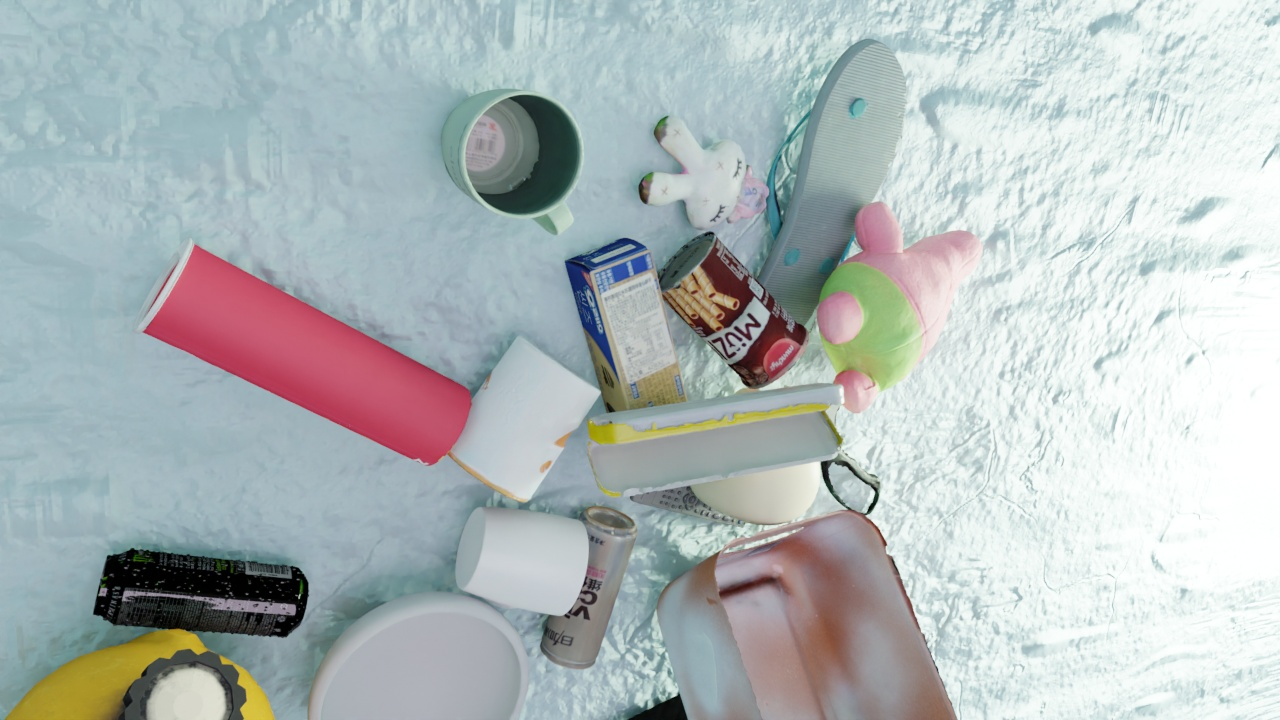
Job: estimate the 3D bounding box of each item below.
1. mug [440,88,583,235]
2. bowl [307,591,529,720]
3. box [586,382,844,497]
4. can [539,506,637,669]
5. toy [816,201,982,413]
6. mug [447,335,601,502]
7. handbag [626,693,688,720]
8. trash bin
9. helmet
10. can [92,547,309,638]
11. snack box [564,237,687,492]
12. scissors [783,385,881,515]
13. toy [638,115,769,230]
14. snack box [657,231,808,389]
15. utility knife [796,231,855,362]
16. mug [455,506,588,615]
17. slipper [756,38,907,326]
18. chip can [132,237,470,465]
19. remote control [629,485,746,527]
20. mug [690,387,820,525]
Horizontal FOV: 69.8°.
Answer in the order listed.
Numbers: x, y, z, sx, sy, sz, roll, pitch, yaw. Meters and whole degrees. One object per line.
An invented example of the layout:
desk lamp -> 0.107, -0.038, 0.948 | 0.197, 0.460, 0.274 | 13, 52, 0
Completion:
mug -> -0.089, -0.136, 0.645 | 0.084, 0.104, 0.111 | -41, 119, -9
bowl -> -0.185, 0.262, 0.758 | 0.176, 0.066, 0.177 | -8, 111, -23
box -> 0.061, 0.054, 0.734 | 0.210, 0.067, 0.070 | -8, 114, -16
can -> -0.046, 0.200, 0.812 | 0.054, 0.054, 0.136 | 12, 102, -29
toy -> 0.232, -0.056, 0.828 | 0.236, 0.097, 0.192 | -37, 129, -30
mug -> -0.092, 0.045, 0.719 | 0.082, 0.082, 0.105 | 36, 89, -31
handbag -> 0.021, 0.413, 0.877 | 0.153, 0.125, 0.115 | -16, 113, -21
trash bin -> 0.141, 0.288, 0.808 | 0.181, 0.158, 0.259 | -9, 68, -28
helmet -> -0.338, 0.257, 0.627 | 0.205, 0.131, 0.256 | 18, 141, -30
can -> -0.317, 0.171, 0.670 | 0.137, 0.054, 0.054 | 15, 100, -29
snack box -> -0.005, 0.004, 0.764 | 0.056, 0.057, 0.207 | -23, 115, -19
scissors -> 0.216, 0.065, 0.917 | 0.201, 0.015, 0.203 | -42, 122, -8
toy -> 0.056, -0.147, 0.751 | 0.122, 0.038, 0.079 | 14, 94, -32
snack box -> 0.075, -0.041, 0.765 | 0.121, 0.072, 0.072 | 44, 85, -19
utility knife -> 0.176, -0.079, 0.848 | 0.022, 0.015, 0.177 | 11, 105, -29
mug -> -0.108, 0.174, 0.768 | 0.087, 0.080, 0.114 | 17, 130, -24
slipper -> 0.156, -0.144, 0.801 | 0.098, 0.054, 0.269 | 3, 117, -29
chip can -> -0.228, 0.001, 0.646 | 0.220, 0.069, 0.069 | 32, 92, -31
remote control -> 0.050, 0.129, 0.857 | 0.136, 0.013, 0.033 | 19, 98, -30
mug -> 0.106, 0.085, 0.813 | 0.096, 0.100, 0.120 | -5, 100, -29
